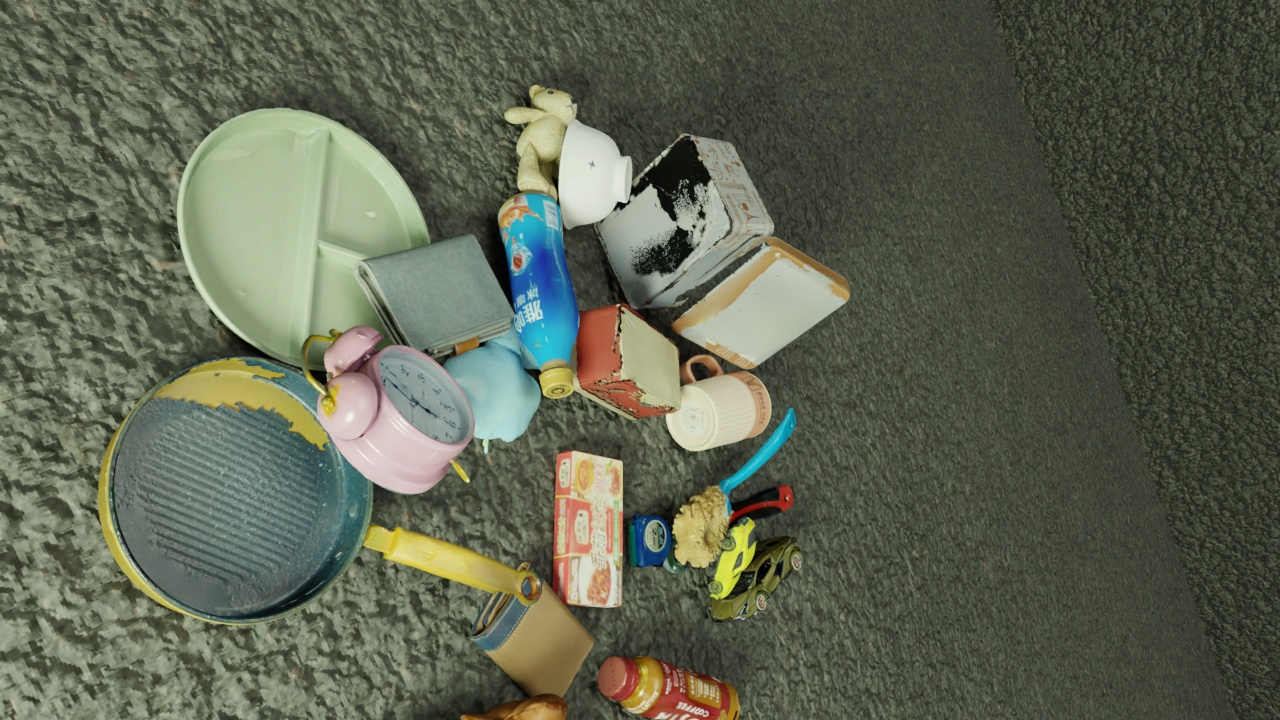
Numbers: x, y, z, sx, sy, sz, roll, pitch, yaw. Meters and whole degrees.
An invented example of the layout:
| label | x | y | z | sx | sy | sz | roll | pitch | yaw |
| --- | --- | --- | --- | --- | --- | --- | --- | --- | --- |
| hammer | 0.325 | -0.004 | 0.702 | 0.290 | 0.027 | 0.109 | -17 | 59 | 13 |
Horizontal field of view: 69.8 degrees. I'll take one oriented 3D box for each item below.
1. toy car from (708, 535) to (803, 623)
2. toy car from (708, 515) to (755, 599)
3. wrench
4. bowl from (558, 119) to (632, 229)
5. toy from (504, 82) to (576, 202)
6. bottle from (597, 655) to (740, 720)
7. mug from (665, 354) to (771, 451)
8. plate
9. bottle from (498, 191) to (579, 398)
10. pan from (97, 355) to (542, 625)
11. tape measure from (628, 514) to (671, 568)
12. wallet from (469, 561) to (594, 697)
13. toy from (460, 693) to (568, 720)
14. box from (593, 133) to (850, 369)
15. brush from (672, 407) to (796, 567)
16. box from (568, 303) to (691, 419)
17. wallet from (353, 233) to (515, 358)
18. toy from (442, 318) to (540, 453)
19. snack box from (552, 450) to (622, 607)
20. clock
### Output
| label | x | y | z | sx | sy | sz | roll | pitch | yaw |
| --- | --- | --- | --- | --- | --- | --- | --- | --- | --- |
| toy car | 0.136 | 0.258 | 1.087 | 0.157 | 0.070 | 0.042 | -37 | 105 | -47 |
| toy car | 0.106 | 0.225 | 1.029 | 0.048 | 0.032 | 0.105 | -30 | 140 | -57 |
| wrench | 0.112 | 0.195 | 1.122 | 0.272 | 0.016 | 0.056 | -13 | 91 | -48 |
| bowl | -0.044 | -0.199 | 0.998 | 0.118 | 0.065 | 0.118 | 7 | 88 | -83 |
| toy | -0.102 | -0.231 | 0.988 | 0.105 | 0.066 | 0.157 | 37 | 46 | -41 |
| bottle | 0.030 | 0.345 | 0.952 | 0.175 | 0.058 | 0.057 | 31 | 56 | -37 |
| mug | 0.086 | 0.047 | 1.098 | 0.105 | 0.082 | 0.114 | -11 | 71 | -47 |
| plate | -0.279 | -0.101 | 0.782 | 0.230 | 0.028 | 0.230 | 19 | 64 | -43 |
| bottle | -0.096 | -0.064 | 0.901 | 0.065 | 0.065 | 0.218 | 18 | 50 | -43 |
| pan | -0.230 | 0.129 | 0.722 | 0.357 | 0.078 | 0.197 | 35 | 55 | -36 |
| tape measure | 0.009 | 0.197 | 1.002 | 0.054 | 0.025 | 0.058 | 8 | 75 | -48 |
| wallet | -0.099 | 0.258 | 0.860 | 0.115 | 0.033 | 0.090 | 53 | 48 | -23 |
| toy | -0.141 | 0.349 | 0.725 | 0.199 | 0.131 | 0.140 | -6 | 88 | -39 |
| box | 0.085 | -0.109 | 1.033 | 0.270 | 0.180 | 0.133 | 47 | 39 | -7 |
| brush | 0.118 | 0.140 | 1.070 | 0.253 | 0.046 | 0.083 | -43 | 128 | -34 |
| box | -0.006 | 0.005 | 0.969 | 0.168 | 0.076 | 0.091 | 33 | 51 | -62 |
| wallet | -0.182 | -0.054 | 0.828 | 0.129 | 0.037 | 0.106 | -26 | 87 | -50 |
| toy | -0.133 | 0.017 | 0.888 | 0.161 | 0.050 | 0.156 | 21 | 53 | -46 |
| snack box | -0.053 | 0.173 | 0.941 | 0.075 | 0.026 | 0.152 | 18 | 65 | -44 |
| clock | -0.202 | 0.034 | 0.726 | 0.158 | 0.060 | 0.117 | 36 | 25 | -32 |
